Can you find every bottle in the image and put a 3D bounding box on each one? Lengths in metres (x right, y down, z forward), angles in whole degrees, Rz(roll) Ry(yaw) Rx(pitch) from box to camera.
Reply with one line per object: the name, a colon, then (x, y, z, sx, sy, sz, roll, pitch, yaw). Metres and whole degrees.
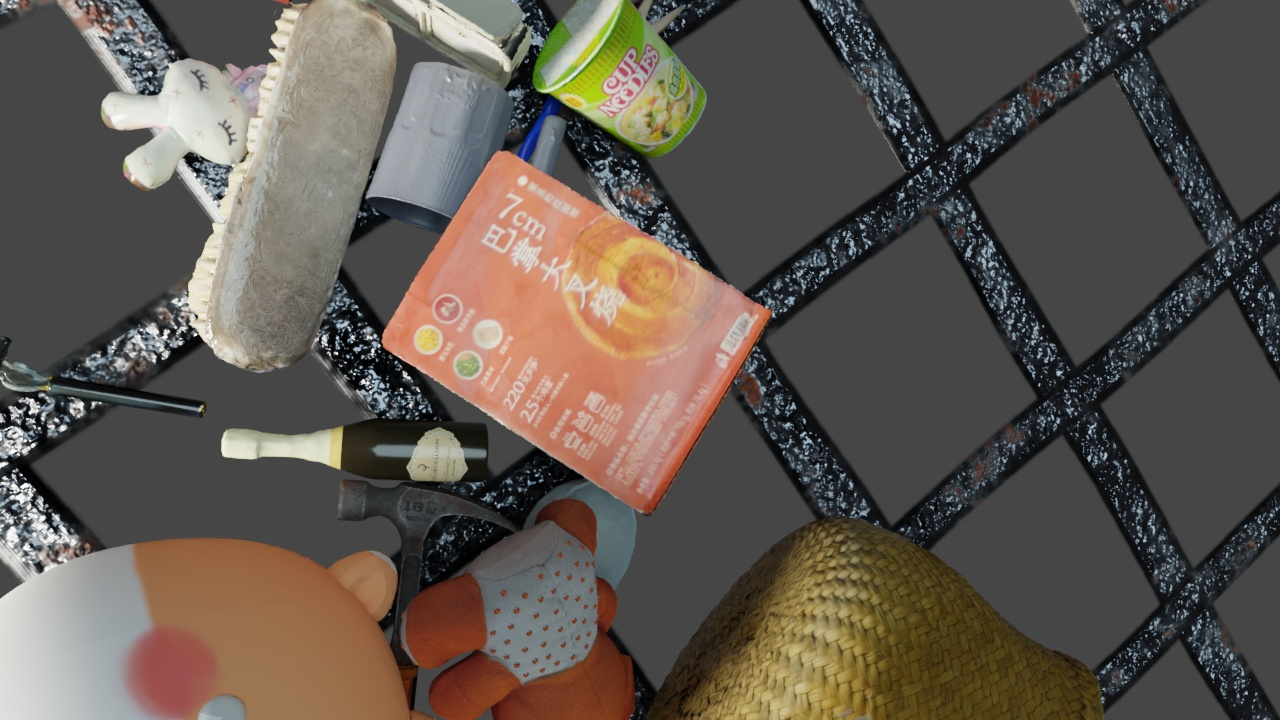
bottle: (-0.206, 0.064, 0.672, 0.184, 0.045, 0.045, 4, 89, -16)

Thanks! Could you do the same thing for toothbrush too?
toothbrush: (-0.085, -0.178, 0.722, 0.018, 0.016, 0.182, 24, 80, 22)

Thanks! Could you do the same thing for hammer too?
hammer: (-0.171, 0.250, 0.691, 0.137, 0.035, 0.314, 6, 90, -17)

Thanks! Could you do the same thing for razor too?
razor: (-0.378, 0.021, 0.636, 0.144, 0.022, 0.042, 16, 46, -20)

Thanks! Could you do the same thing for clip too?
clip: (0.011, -0.271, 0.746, 0.041, 0.024, 0.061, 28, 91, -12)

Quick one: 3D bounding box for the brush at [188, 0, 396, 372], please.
brush: (-0.242, -0.126, 0.645, 0.083, 0.057, 0.271, 18, 86, -40)

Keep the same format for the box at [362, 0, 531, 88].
box: (-0.145, -0.244, 0.618, 0.143, 0.184, 0.050, 29, 89, -11)

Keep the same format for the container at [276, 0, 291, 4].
container: (-0.312, -0.320, 0.586, 0.200, 0.148, 0.127, 17, 86, -25)

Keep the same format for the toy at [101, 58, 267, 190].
toy: (-0.311, -0.173, 0.644, 0.122, 0.038, 0.079, -30, 92, -17)

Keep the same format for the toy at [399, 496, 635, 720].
toy: (-0.067, 0.196, 0.619, 0.163, 0.093, 0.172, -31, 109, -44)

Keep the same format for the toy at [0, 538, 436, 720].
toy: (-0.264, 0.232, 0.546, 0.280, 0.266, 0.263, -18, 93, -26)

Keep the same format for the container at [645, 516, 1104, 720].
container: (0.126, 0.266, 0.635, 0.196, 0.307, 0.306, 36, 80, -1)

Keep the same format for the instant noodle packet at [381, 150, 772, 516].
instant noodle packet: (-0.047, -0.021, 0.632, 0.221, 0.084, 0.164, 31, 91, -4)

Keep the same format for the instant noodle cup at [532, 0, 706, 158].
instant noodle cup: (-0.010, -0.213, 0.698, 0.108, 0.099, 0.099, 34, 81, -34)

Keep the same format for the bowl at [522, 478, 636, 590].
bowl: (-0.054, 0.139, 0.708, 0.106, 0.039, 0.106, -13, 108, -44)

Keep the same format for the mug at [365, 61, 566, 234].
mug: (-0.125, -0.146, 0.671, 0.124, 0.084, 0.104, 16, 84, -3)
